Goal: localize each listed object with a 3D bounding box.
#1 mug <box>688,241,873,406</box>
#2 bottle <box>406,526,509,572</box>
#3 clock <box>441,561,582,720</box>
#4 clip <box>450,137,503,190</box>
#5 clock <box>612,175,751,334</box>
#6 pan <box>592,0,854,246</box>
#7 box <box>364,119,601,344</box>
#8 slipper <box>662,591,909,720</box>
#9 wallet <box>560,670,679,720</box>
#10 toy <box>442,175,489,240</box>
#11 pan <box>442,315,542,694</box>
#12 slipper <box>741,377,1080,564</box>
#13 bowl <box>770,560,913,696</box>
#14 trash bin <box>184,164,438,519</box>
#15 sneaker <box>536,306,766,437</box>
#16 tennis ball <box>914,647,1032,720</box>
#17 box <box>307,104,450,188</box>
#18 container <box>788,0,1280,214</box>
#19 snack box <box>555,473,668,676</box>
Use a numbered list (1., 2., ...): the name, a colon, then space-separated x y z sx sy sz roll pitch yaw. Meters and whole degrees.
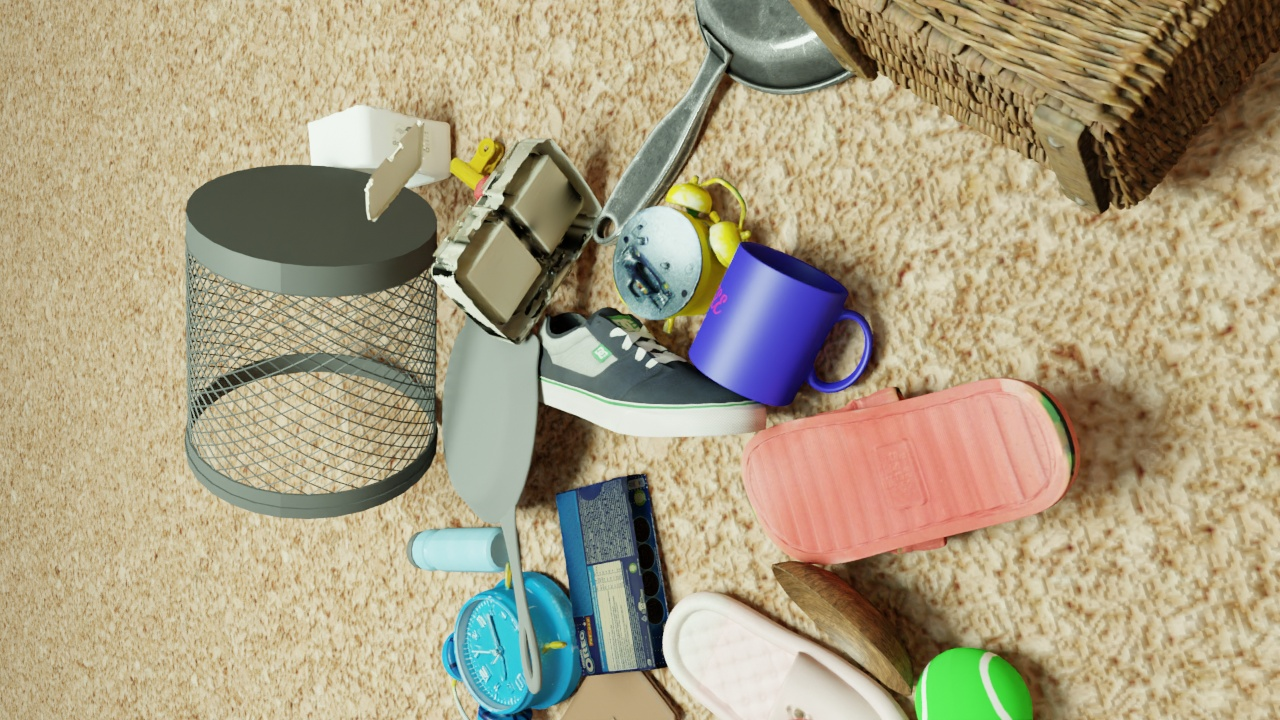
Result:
1. mug: 0.100 -0.018 0.616 0.111 0.079 0.084 26 109 6
2. bottle: -0.171 0.176 0.852 0.130 0.040 0.040 -9 85 38
3. clock: -0.116 0.259 0.796 0.117 0.060 0.162 46 118 29
4. clip: -0.142 -0.177 0.840 0.049 0.045 0.054 -41 56 -15
5. clock: 0.032 -0.080 0.674 0.083 0.057 0.119 52 120 27
6. pan: 0.062 -0.220 0.661 0.358 0.055 0.187 -48 62 24
7. box: -0.127 -0.121 0.698 0.070 0.186 0.143 13 63 39
8. slipper: 0.099 0.240 0.627 0.222 0.055 0.107 33 109 34
9. wallet: -0.022 0.298 0.752 0.087 0.013 0.121 45 117 34
10. toy: -0.102 -0.115 0.791 0.094 0.088 0.133 30 90 0
11. pan: -0.124 0.095 0.761 0.217 0.024 0.354 -49 47 46
12. slipper: 0.161 0.068 0.572 0.249 0.059 0.103 -22 79 52
13. bowl: 0.135 0.163 0.587 0.026 0.102 0.114 -44 64 -12
14. trash bin: -0.277 -0.024 0.785 0.218 0.217 0.228 36 129 33
15. sneaker: -0.004 0.004 0.678 0.236 0.084 0.079 13 102 47
16. tennis ball: 0.196 0.203 0.542 0.065 0.065 0.065 1 91 39
17. box: -0.251 -0.157 0.869 0.121 0.108 0.136 -4 87 39
18. container: 0.203 -0.207 0.451 0.250 0.162 0.183 42 104 31
19. snack box: -0.022 0.172 0.735 0.082 0.027 0.150 -19 73 38
